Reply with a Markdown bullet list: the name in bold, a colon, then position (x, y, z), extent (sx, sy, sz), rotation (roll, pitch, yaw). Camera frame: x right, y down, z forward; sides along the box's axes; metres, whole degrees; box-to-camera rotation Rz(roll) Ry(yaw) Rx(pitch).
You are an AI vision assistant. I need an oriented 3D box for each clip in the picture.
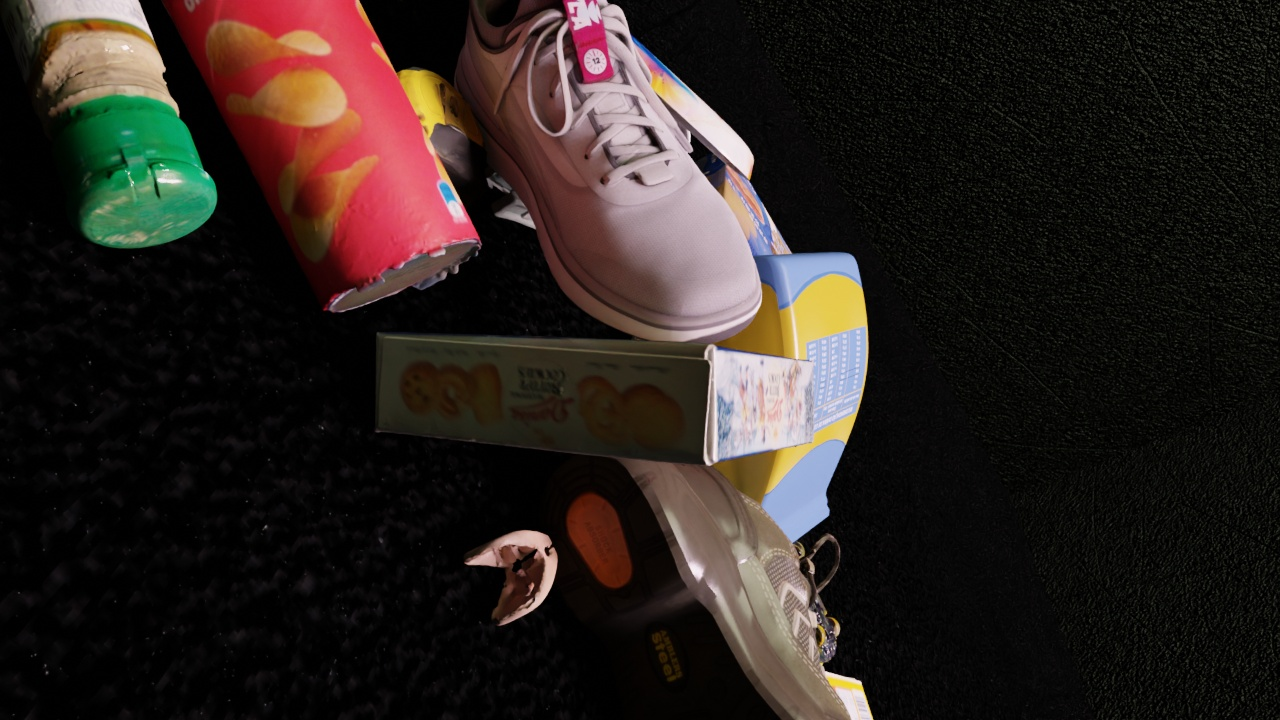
- **clip**: position (-0.054, 0.082, 0.384), extent (0.039, 0.024, 0.060), rotation (62, 10, -10)
- **clip**: position (-0.070, -0.104, 0.572), extent (0.078, 0.023, 0.049), rotation (-4, 69, -66)

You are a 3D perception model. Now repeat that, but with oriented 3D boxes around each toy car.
- **toy car**: position (0.112, 0.169, 0.667), extent (0.049, 0.030, 0.106), rotation (17, 48, -61)

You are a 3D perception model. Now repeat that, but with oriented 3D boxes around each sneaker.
- **sneaker**: position (0.050, 0.142, 0.454), extent (0.238, 0.101, 0.142), rotation (60, 26, 9)
- **sneaker**: position (-0.022, -0.121, 0.462), extent (0.263, 0.096, 0.129), rotation (54, -23, 30)

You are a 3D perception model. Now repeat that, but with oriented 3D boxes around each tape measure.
- **tape measure**: position (-0.108, -0.120, 0.475), extent (0.065, 0.037, 0.064), rotation (26, 42, -58)

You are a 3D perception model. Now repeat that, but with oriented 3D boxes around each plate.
- **plate**: position (0.005, -0.191, 0.610), extent (0.187, 0.016, 0.186), rotation (40, 12, -9)

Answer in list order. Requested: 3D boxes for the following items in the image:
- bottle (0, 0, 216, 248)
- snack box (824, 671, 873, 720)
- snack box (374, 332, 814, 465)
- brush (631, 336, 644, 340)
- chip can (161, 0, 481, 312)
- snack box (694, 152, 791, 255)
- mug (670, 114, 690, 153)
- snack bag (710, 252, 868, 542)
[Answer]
- **bottle**: position (-0.170, -0.092, 0.284), extent (0.111, 0.043, 0.043), rotation (66, 21, 8)
- **snack box**: position (0.108, 0.284, 0.472), extent (0.110, 0.062, 0.230), rotation (35, 34, -52)
- **snack box**: position (-0.012, 0.014, 0.393), extent (0.144, 0.145, 0.042), rotation (4, 89, -66)
- **brush**: position (-0.004, 0.004, 0.617), extent (0.033, 0.012, 0.217), rotation (54, 23, -23)
- **chip can**: position (-0.144, -0.133, 0.356), extent (0.233, 0.073, 0.073), rotation (63, 20, -3)
- **snack box**: position (0.106, -0.091, 0.911), extent (0.203, 0.069, 0.154), rotation (54, 23, -23)
- **mug**: position (0.001, -0.170, 0.763), extent (0.087, 0.081, 0.114), rotation (-76, 168, -72)
- **snack bag**: position (0.096, 0.029, 0.651), extent (0.158, 0.102, 0.205), rotation (-13, 97, -58)
